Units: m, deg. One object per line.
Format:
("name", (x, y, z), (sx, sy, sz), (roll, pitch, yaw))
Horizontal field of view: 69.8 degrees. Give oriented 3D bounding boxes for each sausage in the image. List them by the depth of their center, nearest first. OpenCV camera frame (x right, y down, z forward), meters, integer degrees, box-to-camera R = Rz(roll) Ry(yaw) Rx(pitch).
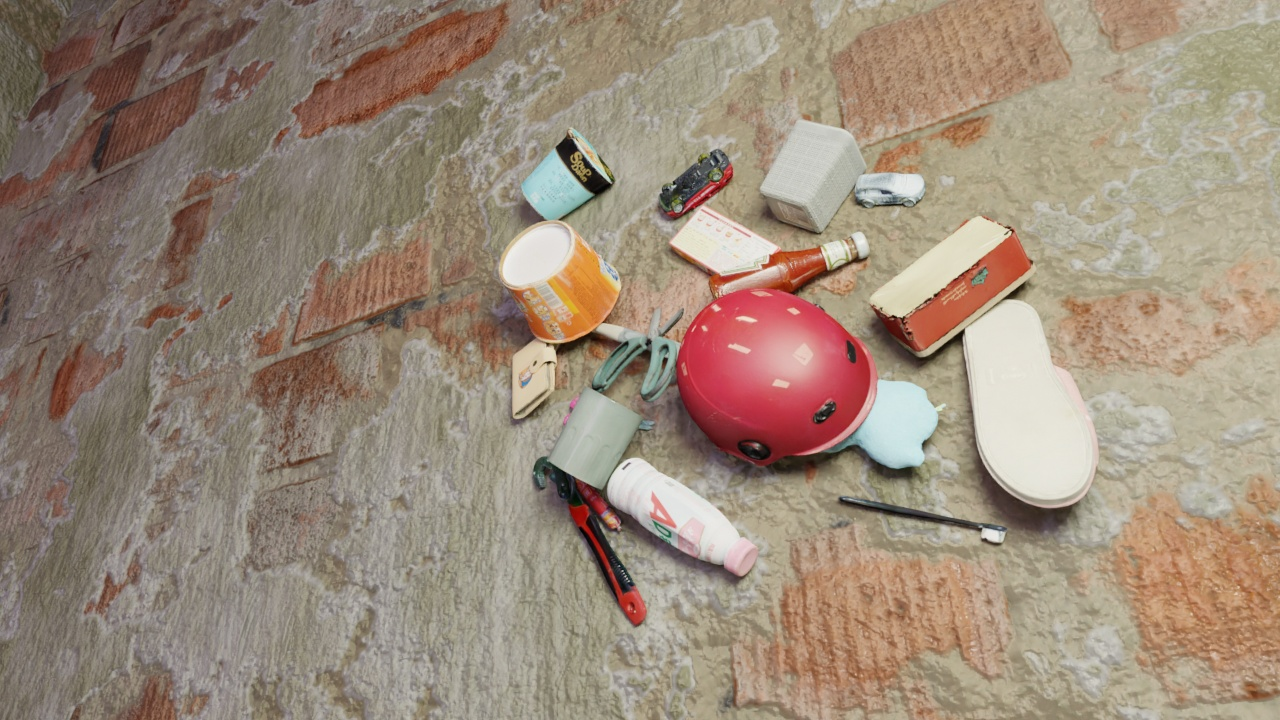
("sausage", (-0.069, 0.168, 1.188), (0.020, 0.020, 0.156), (-45, 52, -2))

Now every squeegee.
("squeegee", (-0.029, -0.033, 1.271), (0.247, 0.039, 0.246), (16, 72, 34))

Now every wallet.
("wallet", (-0.151, 0.017, 1.295), (0.087, 0.024, 0.115), (-36, 38, 26))

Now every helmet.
("helmet", (0.140, 0.004, 1.070), (0.240, 0.144, 0.206), (9, 66, 47))

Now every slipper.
("slipper", (0.407, 0.044, 0.977), (0.114, 0.054, 0.273), (-15, 45, 17))

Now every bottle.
("bottle", (0.050, 0.186, 1.085), (0.197, 0.068, 0.068), (29, 79, 34))
("bottle", (0.191, -0.114, 1.176), (0.206, 0.060, 0.059), (-20, 54, 3))

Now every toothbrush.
("toothbrush", (0.300, 0.168, 0.990), (0.181, 0.015, 0.018), (9, 77, 32))

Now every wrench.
("wrench", (-0.065, 0.216, 1.151), (0.273, 0.016, 0.056), (50, 122, 37))

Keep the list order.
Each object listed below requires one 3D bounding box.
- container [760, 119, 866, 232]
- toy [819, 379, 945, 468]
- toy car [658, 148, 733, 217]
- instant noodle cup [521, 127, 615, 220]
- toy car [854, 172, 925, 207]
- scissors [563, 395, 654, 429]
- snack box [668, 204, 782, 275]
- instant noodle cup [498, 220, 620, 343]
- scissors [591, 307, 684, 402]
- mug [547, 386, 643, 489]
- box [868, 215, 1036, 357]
("container", (0.227, -0.242, 1.223), (0.090, 0.090, 0.114), (27, 80, 37))
("toy", (0.266, 0.065, 1.047), (0.156, 0.050, 0.161), (-30, 47, 22))
("toy car", (0.082, -0.254, 1.334), (0.121, 0.045, 0.053), (-34, 50, 15))
("instant noodle cup", (-0.119, -0.281, 1.427), (0.121, 0.111, 0.111), (-37, 51, 14))
("toy car", (0.324, -0.225, 1.194), (0.091, 0.034, 0.042), (6, 62, 29))
("scissors", (-0.040, 0.074, 1.231), (0.135, 0.017, 0.063), (5, 57, 26))
("snack box", (0.117, -0.153, 1.268), (0.077, 0.027, 0.156), (-49, 52, -4))
("instant noodle cup", (-0.118, -0.115, 1.278), (0.152, 0.111, 0.151), (-16, 50, 20))
("scissors", (-0.006, 0.008, 1.175), (0.170, 0.019, 0.173), (-38, 31, 31))
("mug", (-0.049, 0.101, 1.146), (0.084, 0.124, 0.103), (27, 85, 26))
("box", (0.352, -0.093, 1.056), (0.168, 0.079, 0.091), (-38, 26, 3))
